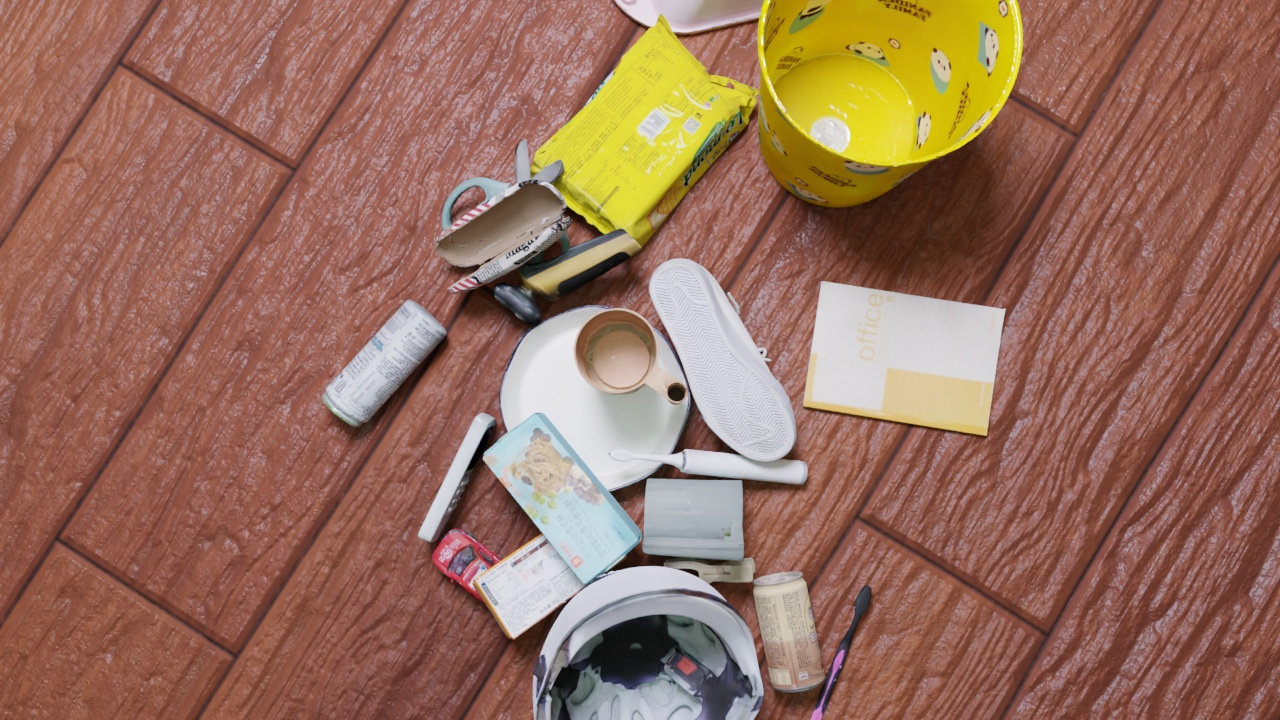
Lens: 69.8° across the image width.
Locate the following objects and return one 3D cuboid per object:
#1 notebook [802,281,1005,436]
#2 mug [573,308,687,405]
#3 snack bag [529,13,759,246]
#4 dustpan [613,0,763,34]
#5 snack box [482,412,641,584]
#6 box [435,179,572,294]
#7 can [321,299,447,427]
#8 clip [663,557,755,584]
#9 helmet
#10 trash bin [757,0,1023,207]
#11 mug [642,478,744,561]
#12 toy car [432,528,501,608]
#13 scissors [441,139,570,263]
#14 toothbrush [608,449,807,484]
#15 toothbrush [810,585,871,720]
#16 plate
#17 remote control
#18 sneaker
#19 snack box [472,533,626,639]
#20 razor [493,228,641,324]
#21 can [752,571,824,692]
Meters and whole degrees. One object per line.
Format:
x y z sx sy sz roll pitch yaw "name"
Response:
0.293 -0.003 1.024 0.206 0.010 0.146 10 86 2 "notebook"
-0.006 0.005 0.941 0.124 0.103 0.084 34 87 4 "mug"
0.001 -0.248 1.023 0.158 0.068 0.246 40 87 4 "snack bag"
0.094 -0.495 1.067 0.272 0.139 0.222 -11 84 -27 "dustpan"
-0.081 0.142 0.960 0.074 0.051 0.175 -40 87 2 "snack box"
-0.145 -0.119 0.977 0.163 0.076 0.087 -26 54 24 "box"
-0.283 0.003 1.018 0.058 0.058 0.146 42 88 4 "can"
0.074 0.232 0.996 0.099 0.066 0.034 -5 85 12 "clip"
-0.001 0.309 0.933 0.229 0.146 0.259 2 107 -13 "helmet"
0.221 -0.273 0.922 0.229 0.255 0.229 0 86 2 "trash bin"
0.055 0.173 0.965 0.103 0.123 0.084 2 105 4 "mug"
-0.174 0.234 1.006 0.120 0.045 0.053 36 86 6 "toy car"
-0.133 -0.147 1.019 0.171 0.019 0.181 -29 100 25 "scissors"
0.074 0.111 0.984 0.221 0.026 0.026 7 83 -14 "toothbrush"
0.214 0.334 1.004 0.014 0.018 0.189 22 90 4 "toothbrush"
-0.050 0.043 1.015 0.205 0.045 0.204 0 85 2 "plate"
-0.199 0.128 1.007 0.021 0.058 0.150 26 88 1 "remote control"
0.090 -0.002 0.997 0.090 0.090 0.242 -29 92 15 "sneaker"
-0.096 0.224 0.987 0.153 0.026 0.075 -32 84 -22 "snack box"
-0.076 -0.092 0.988 0.168 0.062 0.067 -25 63 14 "razor"
0.158 0.290 0.984 0.058 0.058 0.116 -11 86 1 "can"
